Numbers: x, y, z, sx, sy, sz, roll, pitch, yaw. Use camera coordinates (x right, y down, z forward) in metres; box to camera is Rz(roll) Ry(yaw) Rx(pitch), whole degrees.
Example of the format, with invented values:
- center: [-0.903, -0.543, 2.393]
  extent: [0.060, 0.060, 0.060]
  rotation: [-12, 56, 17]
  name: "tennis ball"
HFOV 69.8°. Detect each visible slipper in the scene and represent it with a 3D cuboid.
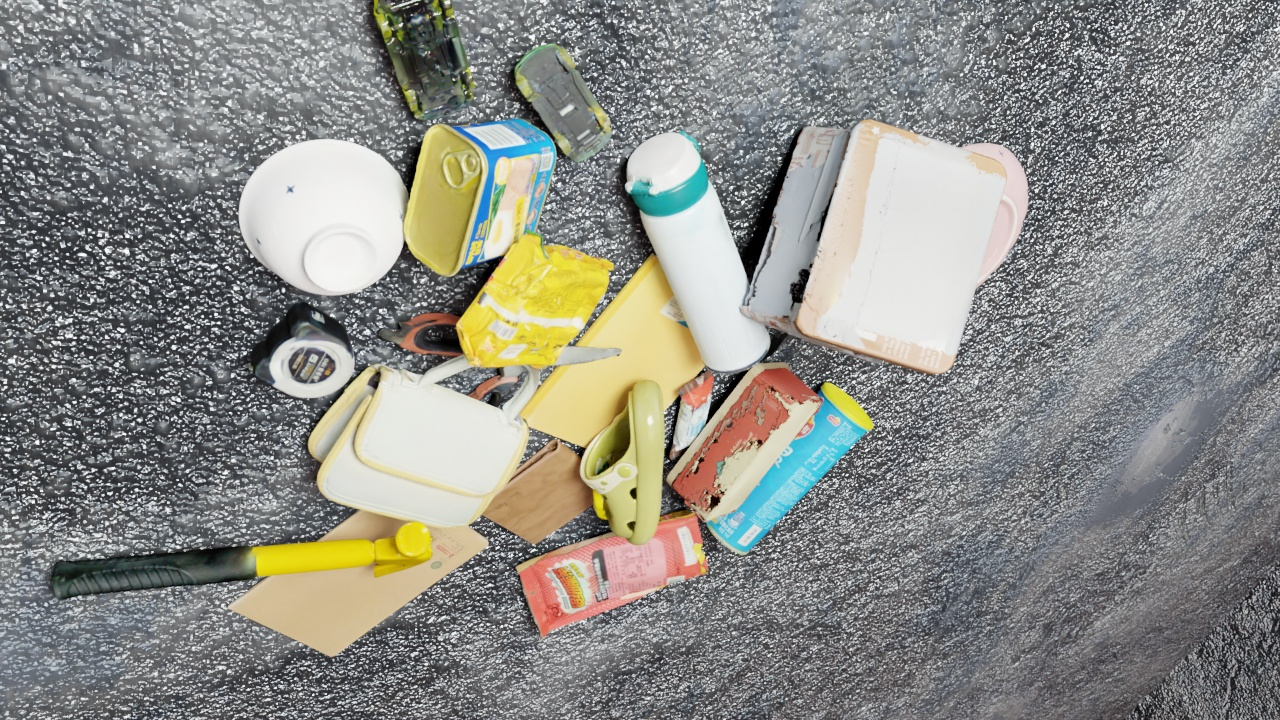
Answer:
- center: [-0.018, 0.098, 0.895]
  extent: [0.081, 0.091, 0.191]
  rotation: [4, 129, -2]
  name: "slipper"

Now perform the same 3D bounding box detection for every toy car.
- center: [-0.142, -0.204, 0.598]
  extent: [0.048, 0.032, 0.105]
  rotation: [-24, 147, -10]
  name: "toy car"
- center: [-0.056, -0.186, 0.659]
  extent: [0.043, 0.036, 0.091]
  rotation: [-34, 137, 3]
  name: "toy car"

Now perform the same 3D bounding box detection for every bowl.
- center: [-0.213, -0.085, 0.639]
  extent: [0.118, 0.064, 0.118]
  rotation: [-15, 134, -17]
  name: "bowl"

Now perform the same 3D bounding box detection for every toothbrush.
- center: [0.179, -0.069, 0.915]
  extent: [0.014, 0.016, 0.190]
  rotation: [33, 105, -38]
  name: "toothbrush"

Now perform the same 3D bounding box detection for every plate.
- center: [0.316, -0.122, 0.919]
  extent: [0.192, 0.039, 0.193]
  rotation: [-18, 135, -19]
  name: "plate"

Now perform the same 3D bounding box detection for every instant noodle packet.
- center: [-0.081, -0.043, 0.708]
  extent: [0.111, 0.044, 0.128]
  rotation: [-55, 161, 12]
  name: "instant noodle packet"

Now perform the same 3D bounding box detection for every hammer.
- center: [-0.332, 0.174, 0.789]
  extent: [0.300, 0.032, 0.129]
  rotation: [-2, 161, -16]
  name: "hammer"

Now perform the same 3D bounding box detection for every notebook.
- center: [-0.005, 0.005, 0.876]
  extent: [0.145, 0.010, 0.207]
  rotation: [25, 113, -41]
  name: "notebook"
- center: [-0.272, 0.210, 0.908]
  extent: [0.208, 0.008, 0.148]
  rotation: [-36, 136, 3]
  name: "notebook"

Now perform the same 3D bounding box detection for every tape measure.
- center: [-0.257, -0.004, 0.709]
  extent: [0.066, 0.033, 0.066]
  rotation: [-40, 134, 11]
  name: "tape measure"

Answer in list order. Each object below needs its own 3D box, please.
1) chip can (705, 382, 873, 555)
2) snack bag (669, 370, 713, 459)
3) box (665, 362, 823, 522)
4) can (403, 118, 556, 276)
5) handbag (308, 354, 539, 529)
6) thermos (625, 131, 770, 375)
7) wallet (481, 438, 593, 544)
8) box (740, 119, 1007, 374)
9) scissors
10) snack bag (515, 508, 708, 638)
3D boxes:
- center: [0.164, 0.123, 1.033]
  extent: [0.071, 0.071, 0.211]
  rotation: [24, 114, -41]
  name: "chip can"
- center: [0.052, 0.058, 0.939]
  extent: [0.048, 0.026, 0.104]
  rotation: [-28, 146, -28]
  name: "snack bag"
- center: [0.113, 0.090, 0.951]
  extent: [0.091, 0.078, 0.169]
  rotation: [-3, 132, -57]
  name: "box"
- center: [-0.112, -0.118, 0.652]
  extent: [0.083, 0.057, 0.102]
  rotation: [-28, 147, -52]
  name: "can"
- center: [-0.167, 0.057, 0.774]
  extent: [0.163, 0.063, 0.179]
  rotation: [26, 110, -42]
  name: "handbag"
- center: [0.052, -0.088, 0.779]
  extent: [0.073, 0.073, 0.224]
  rotation: [-30, 131, -3]
  name: "thermos"
- center: [-0.098, 0.137, 0.936]
  extent: [0.115, 0.020, 0.101]
  rotation: [-39, 135, 10]
  name: "wallet"
- center: [0.199, -0.092, 0.751]
  extent: [0.150, 0.166, 0.182]
  rotation: [15, 94, -45]
  name: "box"
- center: [-0.123, 0.006, 0.800]
  extent: [0.224, 0.015, 0.189]
  rotation: [6, 126, -29]
  name: "scissors"
- center: [-0.029, 0.238, 1.036]
  extent: [0.207, 0.073, 0.129]
  rotation: [-16, 130, -9]
  name: "snack bag"
